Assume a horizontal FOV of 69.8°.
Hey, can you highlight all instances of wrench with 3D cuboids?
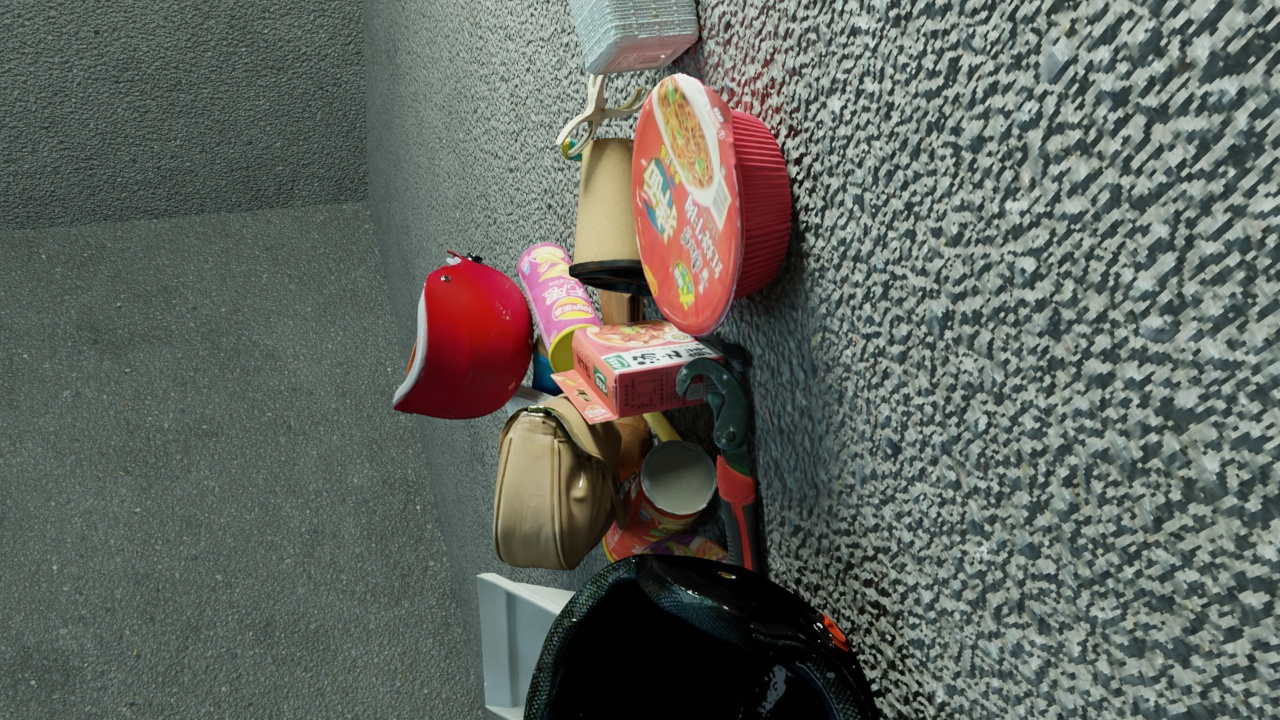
[{"bbox_3d":[0.079,0.130,0.770,0.016,0.056,0.273,-31,-69,-73],"label":"wrench"}]

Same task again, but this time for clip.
[{"bbox_3d":[-0.041,-0.242,0.836,0.035,0.103,0.092,44,159,61],"label":"clip"}]

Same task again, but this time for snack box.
[{"bbox_3d":[-0.005,0.005,0.818,0.113,0.127,0.044,-137,43,-58],"label":"snack box"},{"bbox_3d":[-0.110,0.086,1.168,0.157,0.026,0.085,17,130,40],"label":"snack box"}]

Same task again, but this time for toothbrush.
[{"bbox_3d":[0.050,-0.027,0.822,0.016,0.014,0.189,64,169,-27],"label":"toothbrush"}]

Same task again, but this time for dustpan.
[{"bbox_3d":[-0.069,0.381,1.061,0.142,0.258,0.223,-86,-2,-64],"label":"dustpan"}]

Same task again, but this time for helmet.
[{"bbox_3d":[0.052,0.261,0.645,0.275,0.230,0.233,31,96,28],"label":"helmet"},{"bbox_3d":[-0.205,-0.024,1.145,0.239,0.144,0.207,-91,19,-70],"label":"helmet"}]

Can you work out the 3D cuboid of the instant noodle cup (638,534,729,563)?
[{"bbox_3d":[0.035,0.226,0.848,0.099,0.111,0.111,104,151,-65],"label":"instant noodle cup"}]

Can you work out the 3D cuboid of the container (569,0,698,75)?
[{"bbox_3d":[-0.009,-0.303,0.757,0.090,0.089,0.111,178,81,-70],"label":"container"}]

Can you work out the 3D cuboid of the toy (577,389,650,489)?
[{"bbox_3d":[-0.064,0.122,1.026,0.200,0.130,0.139,105,171,-55],"label":"toy"}]

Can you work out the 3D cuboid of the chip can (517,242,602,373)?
[{"bbox_3d":[-0.092,-0.063,1.078,0.210,0.071,0.071,-117,26,-52],"label":"chip can"}]

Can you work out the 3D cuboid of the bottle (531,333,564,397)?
[{"bbox_3d":[-0.119,0.052,1.227,0.219,0.065,0.065,103,150,-45],"label":"bottle"}]

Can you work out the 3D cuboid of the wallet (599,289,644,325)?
[{"bbox_3d":[-0.022,-0.040,1.002,0.101,0.020,0.115,-129,33,-57],"label":"wallet"}]

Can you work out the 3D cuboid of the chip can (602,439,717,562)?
[{"bbox_3d":[0.014,0.146,0.884,0.217,0.073,0.073,111,145,-62],"label":"chip can"}]

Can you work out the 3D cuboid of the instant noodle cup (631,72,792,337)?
[{"bbox_3d":[0.056,-0.117,0.694,0.194,0.065,0.194,170,90,-71],"label":"instant noodle cup"}]

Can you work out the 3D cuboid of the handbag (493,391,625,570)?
[{"bbox_3d":[-0.065,0.106,0.822,0.204,0.100,0.148,-19,-72,-82],"label":"handbag"}]

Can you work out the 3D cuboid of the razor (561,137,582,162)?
[{"bbox_3d":[-0.059,-0.209,0.923,0.132,0.028,0.043,-23,-71,-75],"label":"razor"}]

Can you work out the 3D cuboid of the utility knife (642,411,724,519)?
[{"bbox_3d":[0.041,0.095,0.890,0.196,0.020,0.031,-122,26,-49],"label":"utility knife"}]

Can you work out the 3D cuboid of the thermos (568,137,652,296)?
[{"bbox_3d":[-0.023,-0.134,0.876,0.093,0.093,0.143,171,99,-70],"label":"thermos"}]
